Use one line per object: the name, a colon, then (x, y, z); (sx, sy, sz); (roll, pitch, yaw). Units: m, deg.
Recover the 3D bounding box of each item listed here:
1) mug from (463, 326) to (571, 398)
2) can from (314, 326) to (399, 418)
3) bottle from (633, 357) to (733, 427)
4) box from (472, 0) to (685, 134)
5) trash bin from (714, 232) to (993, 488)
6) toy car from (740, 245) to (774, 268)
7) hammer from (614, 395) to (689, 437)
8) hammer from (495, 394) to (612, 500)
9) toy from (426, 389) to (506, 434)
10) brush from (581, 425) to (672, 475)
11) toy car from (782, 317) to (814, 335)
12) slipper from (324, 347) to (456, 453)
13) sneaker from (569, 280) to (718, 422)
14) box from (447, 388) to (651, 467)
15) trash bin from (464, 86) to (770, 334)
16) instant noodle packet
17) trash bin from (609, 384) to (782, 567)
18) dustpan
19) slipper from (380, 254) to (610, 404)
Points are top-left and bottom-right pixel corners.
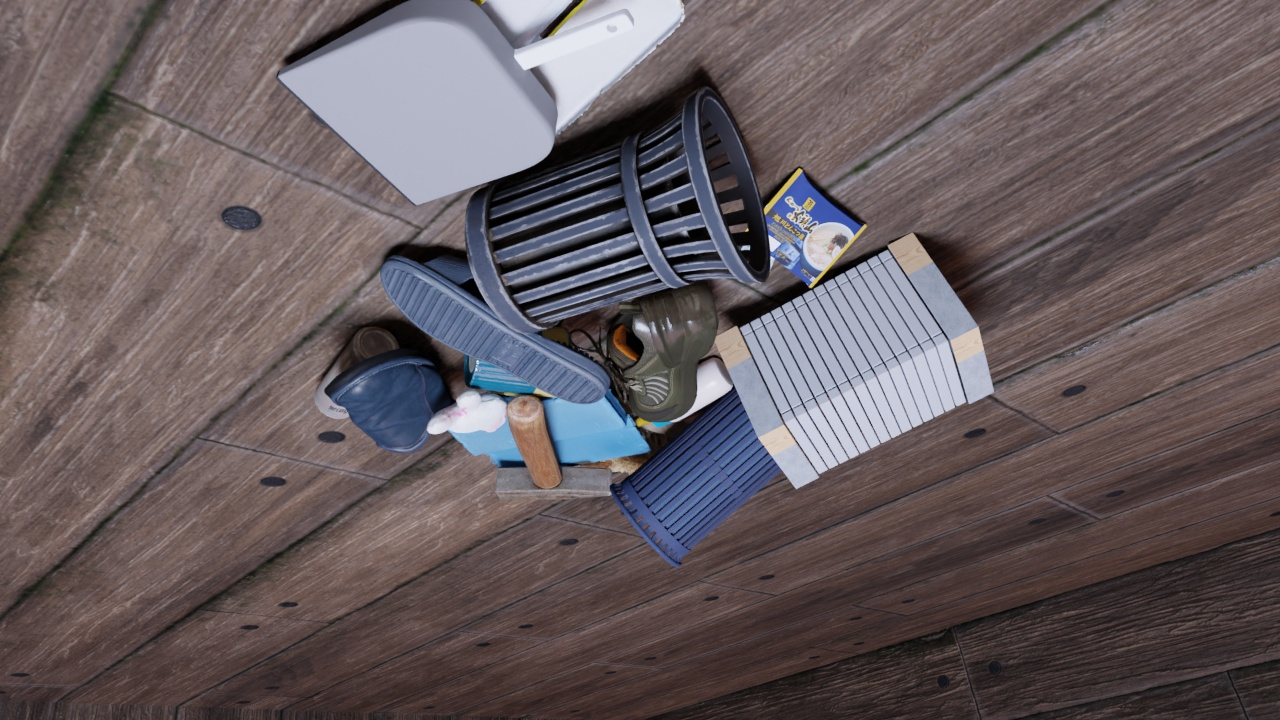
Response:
mug: (-0.146, 0.006, 1.052); (0.107, 0.083, 0.114); (5, 147, -21)
can: (-0.325, 0.015, 1.052); (0.054, 0.054, 0.136); (14, 143, -34)
bottle: (0.050, 0.050, 1.192); (0.146, 0.051, 0.051); (-32, 143, 21)
box: (-0.077, -0.239, 0.706); (0.129, 0.034, 0.210); (28, 134, -35)
trash bin: (0.239, 0.004, 1.029); (0.247, 0.142, 0.142); (-28, 142, 10)
toy car: (0.126, -0.110, 0.977); (0.038, 0.027, 0.090); (-3, 150, -12)
hammer: (0.024, 0.084, 1.253); (0.331, 0.031, 0.119); (21, 101, -27)
hammer: (-0.122, 0.114, 1.151); (0.158, 0.037, 0.301); (-1, 155, 1)
toy: (-0.192, 0.061, 1.054); (0.076, 0.037, 0.125); (-32, 163, 12)
brush: (0.029, 0.133, 1.338); (0.271, 0.056, 0.083); (11, 147, -29)
toy car: (0.182, -0.021, 1.124); (0.048, 0.040, 0.113); (19, 127, -38)
slipper: (-0.264, 0.061, 1.051); (0.109, 0.083, 0.266); (-28, 165, -4)
sneaker: (-0.006, 0.006, 1.060); (0.142, 0.101, 0.239); (-7, 146, -18)
box: (-0.120, 0.097, 1.209); (0.232, 0.033, 0.174); (-13, 140, 21)
trash bin: (-0.023, -0.117, 0.797); (0.228, 0.164, 0.164); (-15, 150, 22)
instant noodle packet: (0.168, -0.131, 0.935); (0.134, 0.026, 0.087); (25, 112, -43)
trash bin: (0.098, 0.136, 1.205); (0.249, 0.139, 0.139); (-41, 145, 2)
dustpan: (-0.122, -0.210, 0.701); (0.258, 0.033, 0.163); (-11, 147, 25)
slipper: (-0.142, -0.046, 0.959); (0.263, 0.082, 0.101); (31, 146, -16)
